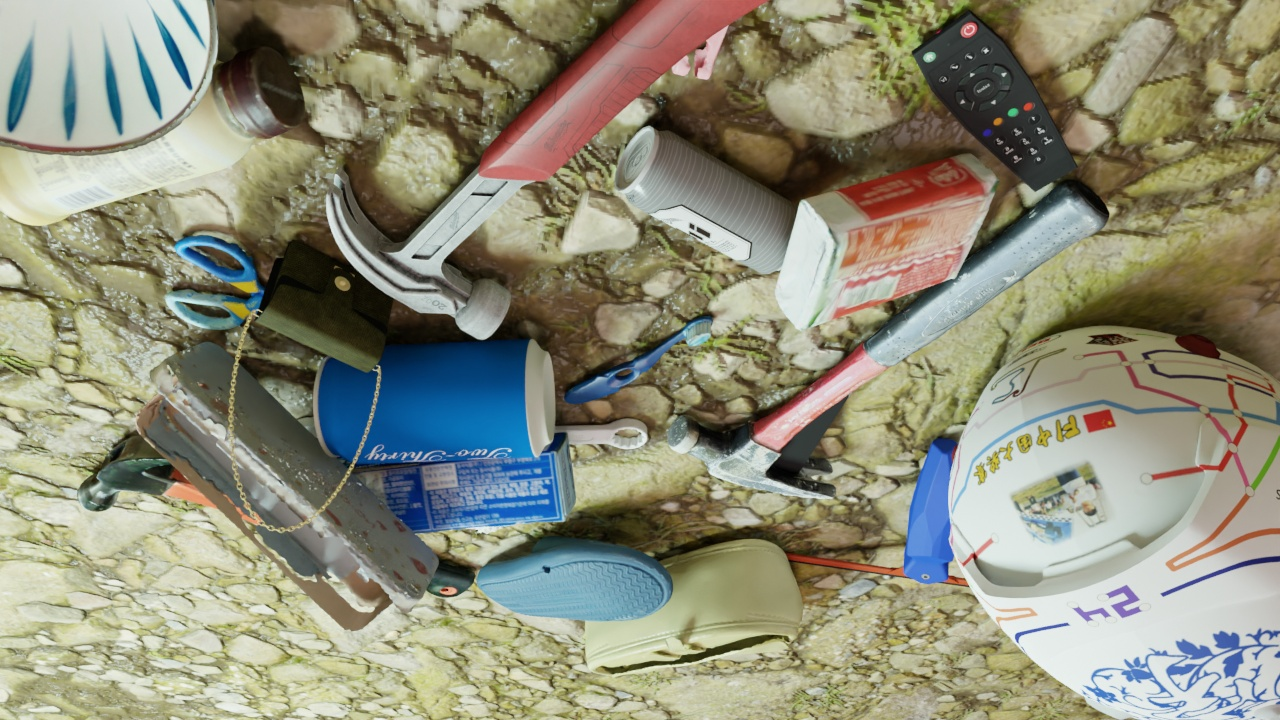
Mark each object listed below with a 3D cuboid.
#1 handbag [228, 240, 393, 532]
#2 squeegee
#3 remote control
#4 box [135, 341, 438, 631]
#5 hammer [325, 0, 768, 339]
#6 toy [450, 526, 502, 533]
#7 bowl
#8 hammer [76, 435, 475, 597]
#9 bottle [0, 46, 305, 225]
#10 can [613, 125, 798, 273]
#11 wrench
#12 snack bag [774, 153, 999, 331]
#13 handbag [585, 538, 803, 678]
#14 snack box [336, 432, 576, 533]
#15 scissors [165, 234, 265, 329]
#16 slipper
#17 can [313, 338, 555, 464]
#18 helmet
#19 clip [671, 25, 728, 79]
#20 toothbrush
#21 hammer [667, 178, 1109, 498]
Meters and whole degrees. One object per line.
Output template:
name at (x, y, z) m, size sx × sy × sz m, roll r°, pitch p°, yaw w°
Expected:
handbag at (-0.186, 0.013, 0.515) m, size 0.084 × 0.177 × 0.028 m, roll 29°, pitch 132°, yaw -31°
squeegee at (0.244, 0.138, 0.767) m, size 0.250 × 0.055 × 0.185 m, roll 5°, pitch 130°, yaw 15°
remote control at (0.188, -0.131, 0.478) m, size 0.039 × 0.010 × 0.124 m, roll -32°, pitch 131°, yaw 32°
box at (-0.241, 0.093, 0.608) m, size 0.105 × 0.096 × 0.216 m, roll -40°, pitch 99°, yaw 19°
hammer at (-0.047, -0.116, 0.459) m, size 0.126 × 0.036 × 0.317 m, roll 32°, pitch 135°, yaw -29°
toy at (-0.147, 0.110, 0.742) m, size 0.109 × 0.041 × 0.096 m, roll 18°, pitch 136°, yaw -18°
bowl at (-0.256, -0.175, 0.371) m, size 0.177 × 0.070 × 0.178 m, roll -1°, pitch 140°, yaw -1°
hammer at (-0.287, 0.146, 0.792) m, size 0.133 × 0.033 × 0.333 m, roll -33°, pitch 132°, yaw 32°
bottle at (-0.248, -0.114, 0.457) m, size 0.162 × 0.056 × 0.056 m, roll -13°, pitch 139°, yaw 14°
can at (0.040, -0.087, 0.504) m, size 0.106 × 0.043 × 0.044 m, roll 24°, pitch 134°, yaw -27°
wrench at (-0.131, 0.058, 0.702) m, size 0.273 × 0.009 × 0.047 m, roll -1°, pitch 140°, yaw 0°
snack bag at (0.133, -0.065, 0.504) m, size 0.115 × 0.036 × 0.077 m, roll -19°, pitch 144°, yaw -21°
handbag at (0.048, 0.258, 0.886) m, size 0.233 × 0.088 × 0.191 m, roll -17°, pitch 143°, yaw 21°
snack box at (-0.163, 0.095, 0.680) m, size 0.226 × 0.059 × 0.059 m, roll -6°, pitch 101°, yaw 6°
scissors at (-0.242, -0.031, 0.590) m, size 0.105 × 0.019 × 0.131 m, roll -29°, pitch 133°, yaw 35°
slipper at (-0.066, 0.191, 0.829) m, size 0.214 × 0.059 × 0.104 m, roll -16°, pitch 132°, yaw 38°
can at (-0.133, 0.027, 0.611) m, size 0.146 × 0.078 × 0.079 m, roll -2°, pitch 140°, yaw 2°
helmet at (0.347, 0.121, 0.608) m, size 0.314 × 0.235 × 0.232 m, roll 28°, pitch 134°, yaw -30°
clip at (0.025, -0.160, 0.434) m, size 0.037 × 0.022 × 0.059 m, roll 3°, pitch 142°, yaw -10°
toothbrush at (-0.004, 0.004, 0.634) m, size 0.133 × 0.016 × 0.021 m, roll -29°, pitch 130°, yaw 29°
hammer at (0.167, -0.001, 0.619) m, size 0.140 × 0.036 × 0.327 m, roll 24°, pitch 134°, yaw -25°
